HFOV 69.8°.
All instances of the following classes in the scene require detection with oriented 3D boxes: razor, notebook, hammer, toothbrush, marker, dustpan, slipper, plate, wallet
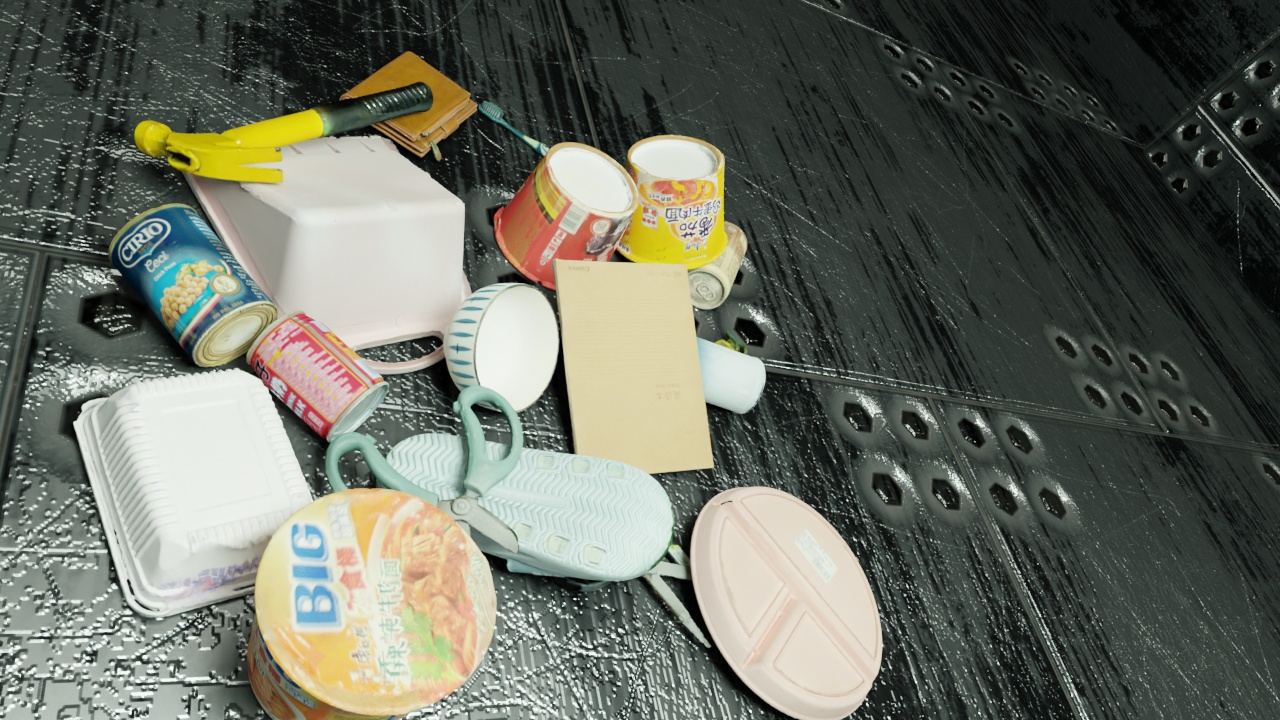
[{"bbox_3d":[0.057,-0.024,1.023,0.132,0.028,0.043,11,25,-33],"label":"razor"},{"bbox_3d":[-0.005,0.005,0.892,0.149,0.012,0.211,-2,79,-29],"label":"notebook"},{"bbox_3d":[-0.308,-0.225,0.873,0.129,0.033,0.299,22,34,22],"label":"hammer"},{"bbox_3d":[-0.114,-0.255,1.111,0.191,0.018,0.016,34,41,-6],"label":"toothbrush"},{"bbox_3d":[0.053,0.204,0.831,0.018,0.015,0.124,-23,67,-46],"label":"marker"},{"bbox_3d":[-0.283,-0.106,0.864,0.222,0.139,0.273,-13,35,-40],"label":"dustpan"},{"bbox_3d":[-0.094,0.126,0.752,0.245,0.074,0.103,14,50,-4],"label":"slipper"},{"bbox_3d":[0.143,0.217,0.854,0.229,0.028,0.229,26,42,-26],"label":"plate"},{"bbox_3d":[-0.249,-0.286,1.026,0.119,0.035,0.130,36,43,-5],"label":"wallet"}]

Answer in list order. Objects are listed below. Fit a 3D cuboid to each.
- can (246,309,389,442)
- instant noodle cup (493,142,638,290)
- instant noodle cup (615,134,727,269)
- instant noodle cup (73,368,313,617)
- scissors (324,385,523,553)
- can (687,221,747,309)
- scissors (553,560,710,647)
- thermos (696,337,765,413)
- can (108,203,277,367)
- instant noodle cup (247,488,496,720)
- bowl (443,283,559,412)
[{"bbox_3d":[-0.258,0.012,0.732,0.094,0.067,0.066,42,41,2],"label":"can"},{"bbox_3d":[-0.072,-0.157,0.985,0.138,0.109,0.137,20,45,-22],"label":"instant noodle cup"},{"bbox_3d":[0.036,-0.185,1.051,0.138,0.110,0.137,2,40,-2],"label":"instant noodle cup"},{"bbox_3d":[-0.303,0.078,0.648,0.137,0.061,0.173,-10,62,-41],"label":"instant noodle cup"},{"bbox_3d":[-0.167,0.087,0.707,0.180,0.019,0.170,3,52,-10],"label":"scissors"},{"bbox_3d":[0.089,-0.116,1.104,0.058,0.059,0.116,34,41,-7],"label":"can"},{"bbox_3d":[0.002,0.177,0.808,0.180,0.014,0.159,8,51,-27],"label":"scissors"},{"bbox_3d":[0.024,-0.005,0.951,0.220,0.070,0.070,20,45,-23],"label":"thermos"},{"bbox_3d":[-0.349,-0.058,0.721,0.111,0.076,0.075,47,42,8],"label":"can"},{"bbox_3d":[-0.185,0.176,0.606,0.151,0.112,0.151,20,45,-21],"label":"instant noodle cup"},{"bbox_3d":[-0.134,-0.014,0.830,0.066,0.116,0.116,8,28,32],"label":"bowl"}]
